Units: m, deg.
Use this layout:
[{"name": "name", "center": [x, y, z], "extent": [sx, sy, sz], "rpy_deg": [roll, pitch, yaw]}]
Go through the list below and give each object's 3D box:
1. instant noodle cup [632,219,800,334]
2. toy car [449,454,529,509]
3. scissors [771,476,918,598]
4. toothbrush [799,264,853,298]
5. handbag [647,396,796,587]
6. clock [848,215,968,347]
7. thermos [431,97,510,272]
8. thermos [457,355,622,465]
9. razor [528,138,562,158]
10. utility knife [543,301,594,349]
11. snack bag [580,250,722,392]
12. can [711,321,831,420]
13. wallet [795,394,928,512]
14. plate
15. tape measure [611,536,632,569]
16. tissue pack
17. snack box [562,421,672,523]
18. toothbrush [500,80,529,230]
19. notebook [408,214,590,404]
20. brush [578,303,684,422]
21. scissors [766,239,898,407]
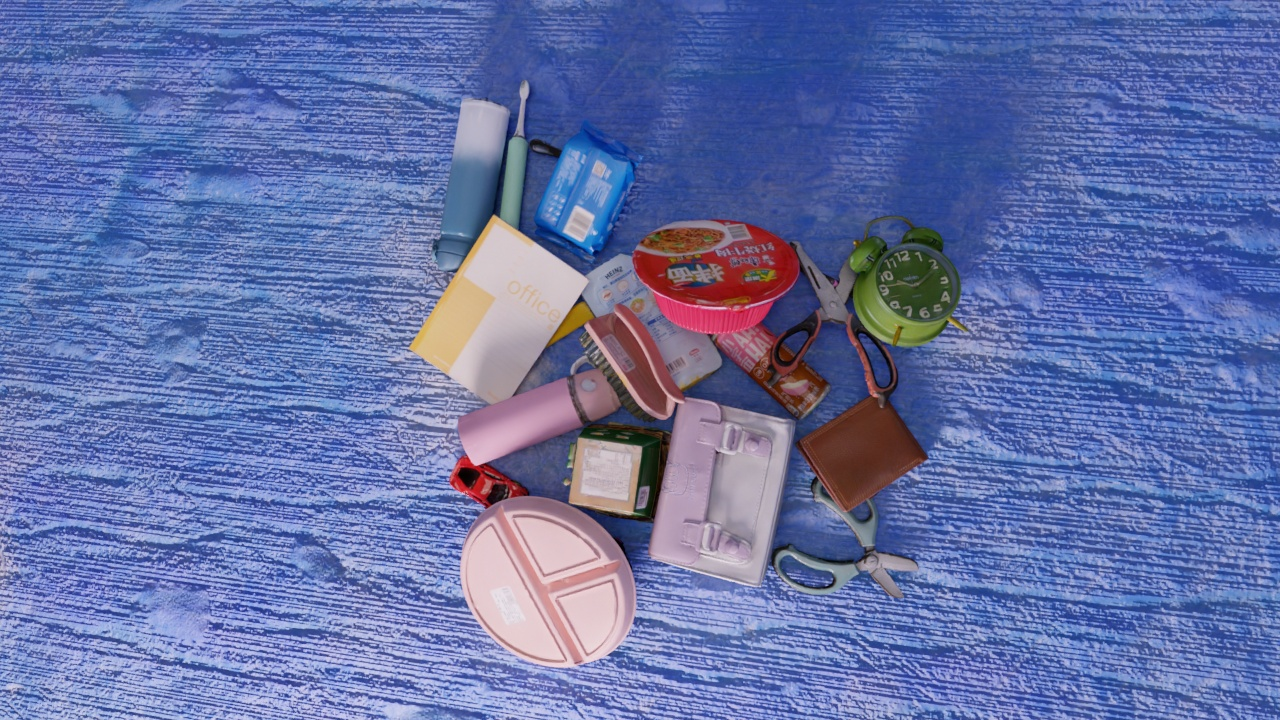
[{"name": "instant noodle cup", "center": [0.087, -0.093, 1.074], "extent": [0.194, 0.193, 0.066], "rpy_deg": [9, 130, 11]}, {"name": "toy car", "center": [-0.191, 0.161, 1.161], "extent": [0.106, 0.031, 0.049], "rpy_deg": [30, 93, 9]}, {"name": "scissors", "center": [0.244, 0.205, 1.085], "extent": [0.173, 0.019, 0.178], "rpy_deg": [3, 86, 12]}, {"name": "toothbrush", "center": [0.230, -0.095, 1.108], "extent": [0.189, 0.018, 0.014], "rpy_deg": [29, 82, 12]}, {"name": "handbag", "center": [0.095, 0.150, 1.080], "extent": [0.145, 0.098, 0.197], "rpy_deg": [10, 88, 16]}, {"name": "clock", "center": [0.305, -0.094, 1.058], "extent": [0.116, 0.056, 0.161], "rpy_deg": [-12, 72, -10]}, {"name": "thermos", "center": [-0.217, -0.220, 1.173], "extent": [0.070, 0.070, 0.220], "rpy_deg": [10, 88, 11]}, {"name": "thermos", "center": [-0.125, 0.057, 1.137], "extent": [0.199, 0.067, 0.087], "rpy_deg": [-22, 61, 4]}, {"name": "razor", "center": [-0.078, -0.253, 1.172], "extent": [0.143, 0.022, 0.043], "rpy_deg": [23, 112, 11]}, {"name": "utility knife", "center": [-0.122, -0.028, 1.168], "extent": [0.154, 0.015, 0.033], "rpy_deg": [-30, 99, 7]}, {"name": "snack bag", "center": [0.011, -0.047, 1.134], "extent": [0.110, 0.038, 0.191], "rpy_deg": [-33, 80, 13]}, {"name": "can", "center": [0.156, 0.004, 1.094], "extent": [0.147, 0.058, 0.058], "rpy_deg": [43, 94, 10]}, {"name": "wallet", "center": [0.260, 0.106, 1.075], "extent": [0.124, 0.032, 0.101], "rpy_deg": [-32, 81, -5]}, {"name": "plate", "center": [-0.117, 0.271, 1.097], "extent": [0.230, 0.028, 0.230], "rpy_deg": [6, 111, 17]}, {"name": "tape measure", "center": [-0.044, 0.244, 1.124], "extent": [0.057, 0.039, 0.058], "rpy_deg": [-33, 86, 6]}, {"name": "tissue pack", "center": [-0.065, -0.208, 1.138], "extent": [0.095, 0.052, 0.157], "rpy_deg": [31, 111, 10]}, {"name": "snack box", "center": [-0.029, 0.135, 1.094], "extent": [0.117, 0.105, 0.118], "rpy_deg": [7, 88, 10]}, {"name": "toothbrush", "center": [-0.161, -0.252, 1.185], "extent": [0.026, 0.027, 0.224], "rpy_deg": [6, 88, 3]}, {"name": "notebook", "center": [-0.178, -0.057, 1.150], "extent": [0.146, 0.010, 0.206], "rpy_deg": [35, 101, -3]}, {"name": "brush", "center": [-0.006, 0.006, 1.084], "extent": [0.073, 0.063, 0.145], "rpy_deg": [-41, 78, 35]}, {"name": "scissors", "center": [0.229, -0.044, 1.072], "extent": [0.189, 0.015, 0.222], "rpy_deg": [30, 74, 7]}]
